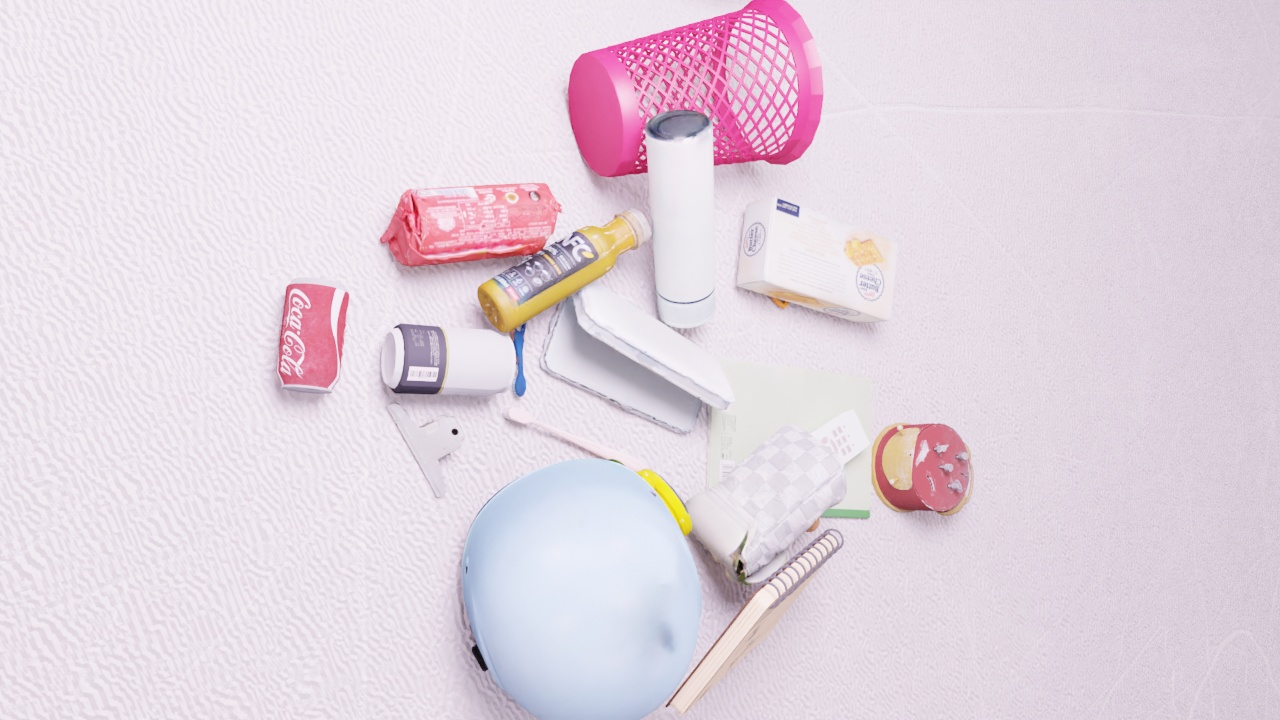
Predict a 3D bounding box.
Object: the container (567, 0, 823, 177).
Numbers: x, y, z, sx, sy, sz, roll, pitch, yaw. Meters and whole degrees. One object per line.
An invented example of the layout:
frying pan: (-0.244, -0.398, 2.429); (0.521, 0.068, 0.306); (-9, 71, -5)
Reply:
container: (0.050, -0.282, 0.991); (0.225, 0.183, 0.183); (-18, 93, -24)

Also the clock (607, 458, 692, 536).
clock: (0.003, 0.148, 0.951); (0.057, 0.083, 0.119); (-35, 104, -23)

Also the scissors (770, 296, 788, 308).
scissors: (0.191, -0.123, 1.139); (0.129, 0.011, 0.125); (11, 80, -31)

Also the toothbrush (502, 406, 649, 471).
toothbrush: (-0.063, 0.086, 0.959); (0.181, 0.018, 0.015); (26, 72, -28)

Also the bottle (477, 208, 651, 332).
bottle: (-0.071, -0.094, 0.911); (0.185, 0.053, 0.053); (-33, 101, -23)

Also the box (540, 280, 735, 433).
box: (-0.010, 0.008, 0.992); (0.216, 0.110, 0.107); (32, 26, -26)

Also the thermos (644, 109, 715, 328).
thermos: (0.044, -0.140, 0.950); (0.067, 0.068, 0.230); (-36, 139, -30)

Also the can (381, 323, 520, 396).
can: (-0.176, 0.001, 0.871); (0.127, 0.064, 0.064); (4, 82, -31)

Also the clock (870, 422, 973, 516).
clock: (0.378, 0.141, 1.177); (0.158, 0.081, 0.117); (20, 74, -27)

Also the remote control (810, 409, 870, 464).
remote control: (0.218, 0.111, 1.104); (0.143, 0.024, 0.049); (-29, 95, -31)

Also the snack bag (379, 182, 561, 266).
snack bag: (-0.157, -0.132, 0.889); (0.176, 0.082, 0.082); (-11, 89, -31)

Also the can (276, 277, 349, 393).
can: (-0.290, -0.021, 0.812); (0.054, 0.054, 0.096); (9, 79, -30)

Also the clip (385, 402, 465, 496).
clip: (-0.194, 0.074, 0.873); (0.054, 0.038, 0.101); (-30, 101, -18)

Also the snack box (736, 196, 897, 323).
snack box: (0.217, -0.117, 1.113); (0.207, 0.058, 0.104); (13, 80, -30)

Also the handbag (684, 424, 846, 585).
handbag: (0.146, 0.162, 1.003); (0.171, 0.112, 0.123); (-38, 132, -12)

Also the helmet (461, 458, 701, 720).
helmet: (-0.048, 0.235, 0.842); (0.225, 0.167, 0.266); (-19, 112, -7)

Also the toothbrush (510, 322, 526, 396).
toothbrush: (-0.124, -0.029, 0.937); (0.021, 0.017, 0.135); (5, 79, -34)

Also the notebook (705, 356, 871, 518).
notebook: (0.185, 0.097, 1.109); (0.252, 0.010, 0.181); (7, 80, -30)

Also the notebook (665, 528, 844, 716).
notebook: (0.123, 0.257, 0.926); (0.024, 0.168, 0.225); (40, 22, 20)
